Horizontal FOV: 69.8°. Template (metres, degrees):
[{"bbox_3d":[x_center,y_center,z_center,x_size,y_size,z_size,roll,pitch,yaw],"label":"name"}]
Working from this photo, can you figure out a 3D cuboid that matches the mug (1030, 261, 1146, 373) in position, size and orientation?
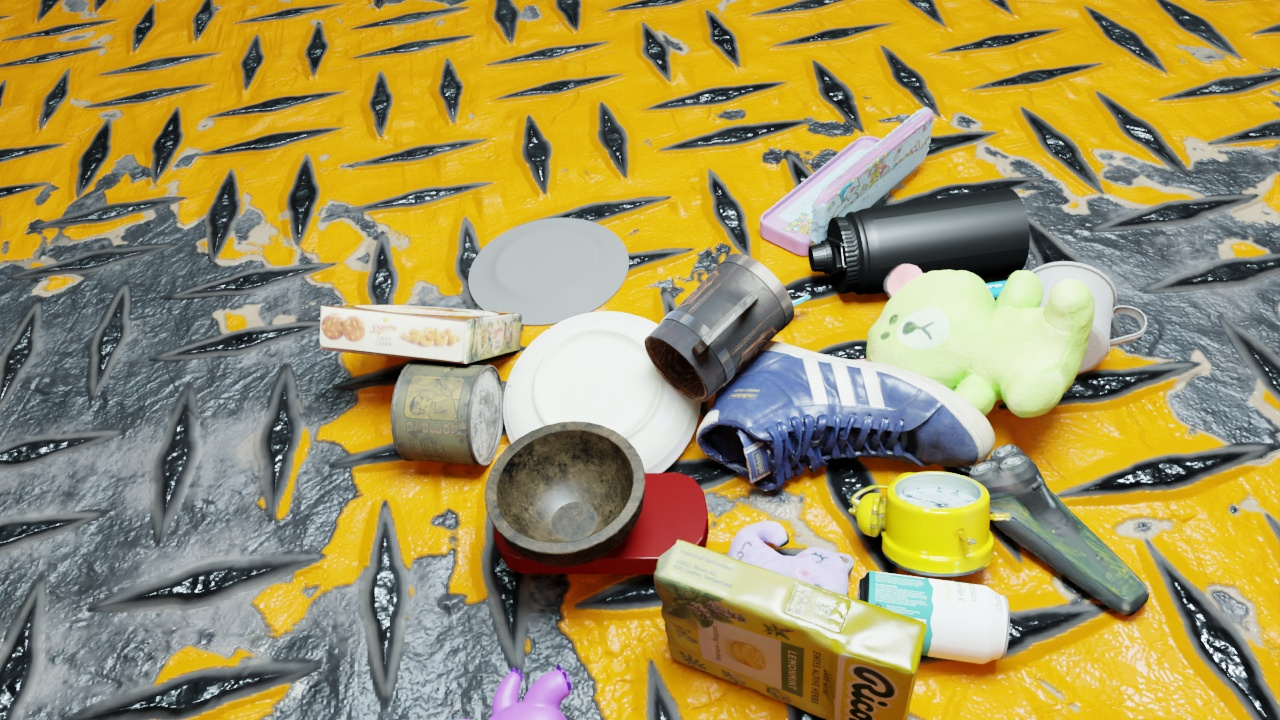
[{"bbox_3d":[0.397,-0.033,0.829,0.113,0.084,0.070,16,53,15],"label":"mug"}]

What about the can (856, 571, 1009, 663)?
[{"bbox_3d":[0.209,0.186,0.664,0.102,0.055,0.054,5,48,12],"label":"can"}]

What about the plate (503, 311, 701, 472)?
[{"bbox_3d":[-0.037,0.029,0.825,0.182,0.034,0.182,-3,64,5],"label":"plate"}]

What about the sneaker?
[{"bbox_3d":[0.158,0.064,0.761,0.233,0.092,0.118,22,49,26],"label":"sneaker"}]

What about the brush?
[{"bbox_3d":[-0.031,0.137,0.751,0.173,0.042,0.082,-1,47,6],"label":"brush"}]

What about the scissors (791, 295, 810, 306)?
[{"bbox_3d":[0.103,-0.038,0.903,0.118,0.013,0.139,-14,15,39],"label":"scissors"}]

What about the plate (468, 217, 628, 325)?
[{"bbox_3d":[-0.102,-0.105,1.010,0.178,0.012,0.178,-4,47,4],"label":"plate"}]

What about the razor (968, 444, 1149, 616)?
[{"bbox_3d":[0.320,0.128,0.700,0.053,0.067,0.151,-33,59,-16],"label":"razor"}]

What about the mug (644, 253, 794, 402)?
[{"bbox_3d":[0.070,-0.032,0.770,0.080,0.116,0.107,46,72,3],"label":"mug"}]

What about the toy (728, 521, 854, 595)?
[{"bbox_3d":[0.115,0.163,0.712,0.100,0.036,0.080,5,49,14],"label":"toy"}]

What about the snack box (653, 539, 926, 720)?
[{"bbox_3d":[0.096,0.194,0.627,0.181,0.121,0.045,15,50,22],"label":"snack box"}]

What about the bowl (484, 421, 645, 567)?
[{"bbox_3d":[-0.054,0.111,0.708,0.121,0.056,0.121,-4,46,4],"label":"bowl"}]

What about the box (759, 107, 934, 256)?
[{"bbox_3d":[0.226,-0.209,1.010,0.090,0.091,0.213,33,58,31],"label":"box"}]

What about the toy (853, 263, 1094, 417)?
[{"bbox_3d":[0.286,-0.012,0.796,0.197,0.107,0.150,17,82,57],"label":"toy"}]

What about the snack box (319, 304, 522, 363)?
[{"bbox_3d":[-0.204,-0.028,0.874,0.143,0.041,0.147,5,6,11],"label":"snack box"}]

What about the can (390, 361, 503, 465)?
[{"bbox_3d":[-0.171,0.047,0.821,0.075,0.090,0.089,3,47,10],"label":"can"}]

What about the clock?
[{"bbox_3d":[0.218,0.122,0.712,0.083,0.057,0.119,-19,21,-37],"label":"clock"}]

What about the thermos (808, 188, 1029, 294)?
[{"bbox_3d":[0.272,-0.115,0.919,0.198,0.086,0.086,-8,46,0],"label":"thermos"}]

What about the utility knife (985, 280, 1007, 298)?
[{"bbox_3d":[0.339,-0.067,0.916,0.167,0.015,0.022,-7,47,4],"label":"utility knife"}]

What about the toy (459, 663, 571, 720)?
[{"bbox_3d":[-0.078,0.265,0.629,0.088,0.056,0.106,-21,58,-8],"label":"toy"}]
